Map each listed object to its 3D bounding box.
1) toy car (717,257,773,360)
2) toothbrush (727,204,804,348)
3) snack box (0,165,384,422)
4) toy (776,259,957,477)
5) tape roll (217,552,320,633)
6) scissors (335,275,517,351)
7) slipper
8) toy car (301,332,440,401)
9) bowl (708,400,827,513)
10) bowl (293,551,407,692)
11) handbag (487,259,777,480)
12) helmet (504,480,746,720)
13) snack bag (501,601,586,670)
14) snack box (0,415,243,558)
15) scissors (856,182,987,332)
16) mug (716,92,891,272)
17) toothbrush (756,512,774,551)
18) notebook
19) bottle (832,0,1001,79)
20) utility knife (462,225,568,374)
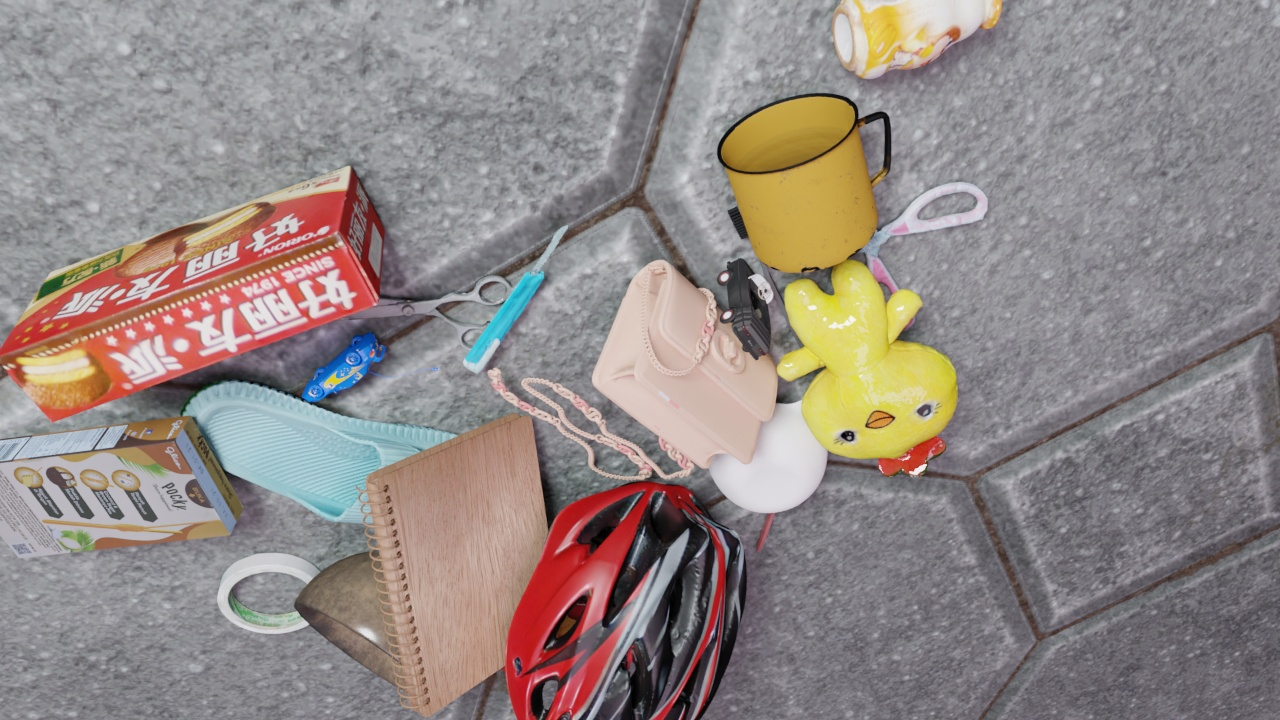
[{"bbox_3d":[0.087,-0.043,0.726,0.037,0.092,0.040,-26,126,23],"label":"toy car"},{"bbox_3d":[0.111,-0.064,0.768,0.013,0.012,0.167,-23,126,14],"label":"toothbrush"},{"bbox_3d":[-0.297,-0.049,0.628,0.236,0.113,0.060,-20,126,2],"label":"snack box"},{"bbox_3d":[0.194,0.009,0.788,0.134,0.092,0.208,-23,122,18],"label":"toy"},{"bbox_3d":[-0.344,0.219,0.860,0.093,0.018,0.094,-6,125,-9],"label":"tape roll"},{"bbox_3d":[-0.167,-0.049,0.717,0.159,0.014,0.121,25,116,-30],"label":"scissors"},{"bbox_3d":[-0.243,0.094,0.767,0.276,0.069,0.116,22,120,-24],"label":"slipper"},{"bbox_3d":[-0.217,0.015,0.735,0.092,0.033,0.062,-38,116,14],"label":"toy car"},{"bbox_3d":[0.119,0.099,0.845,0.115,0.050,0.115,0,124,0],"label":"bowl"},{"bbox_3d":[-0.225,0.236,0.829,0.162,0.070,0.162,24,148,16],"label":"bowl"},{"bbox_3d":[-0.004,0.006,0.776,0.188,0.116,0.198,-11,142,42],"label":"handbag"},{"bbox_3d":[-0.007,0.244,0.823,0.217,0.167,0.272,15,96,-47],"label":"helmet"},{"bbox_3d":[-0.057,0.296,0.961,0.130,0.039,0.144,18,128,-24],"label":"snack bag"},{"bbox_3d":[-0.430,0.103,0.732,0.186,0.031,0.101,-7,126,6],"label":"snack box"},{"bbox_3d":[0.213,-0.100,0.766,0.175,0.013,0.170,-32,121,12],"label":"scissors"},{"bbox_3d":[0.129,-0.132,0.672,0.124,0.100,0.094,-24,127,2],"label":"mug"},{"bbox_3d":[0.141,0.122,0.901,0.015,0.015,0.185,7,123,-14],"label":"toothbrush"},{"bbox_3d":[-0.145,0.168,0.767,0.168,0.022,0.210,-23,113,-46],"label":"notebook"},{"bbox_3d":[0.192,-0.236,0.637,0.109,0.063,0.063,-15,126,-3],"label":"bottle"},{"bbox_3d":[-0.096,-0.046,0.724,0.022,0.015,0.149,6,128,-54],"label":"utility knife"}]
